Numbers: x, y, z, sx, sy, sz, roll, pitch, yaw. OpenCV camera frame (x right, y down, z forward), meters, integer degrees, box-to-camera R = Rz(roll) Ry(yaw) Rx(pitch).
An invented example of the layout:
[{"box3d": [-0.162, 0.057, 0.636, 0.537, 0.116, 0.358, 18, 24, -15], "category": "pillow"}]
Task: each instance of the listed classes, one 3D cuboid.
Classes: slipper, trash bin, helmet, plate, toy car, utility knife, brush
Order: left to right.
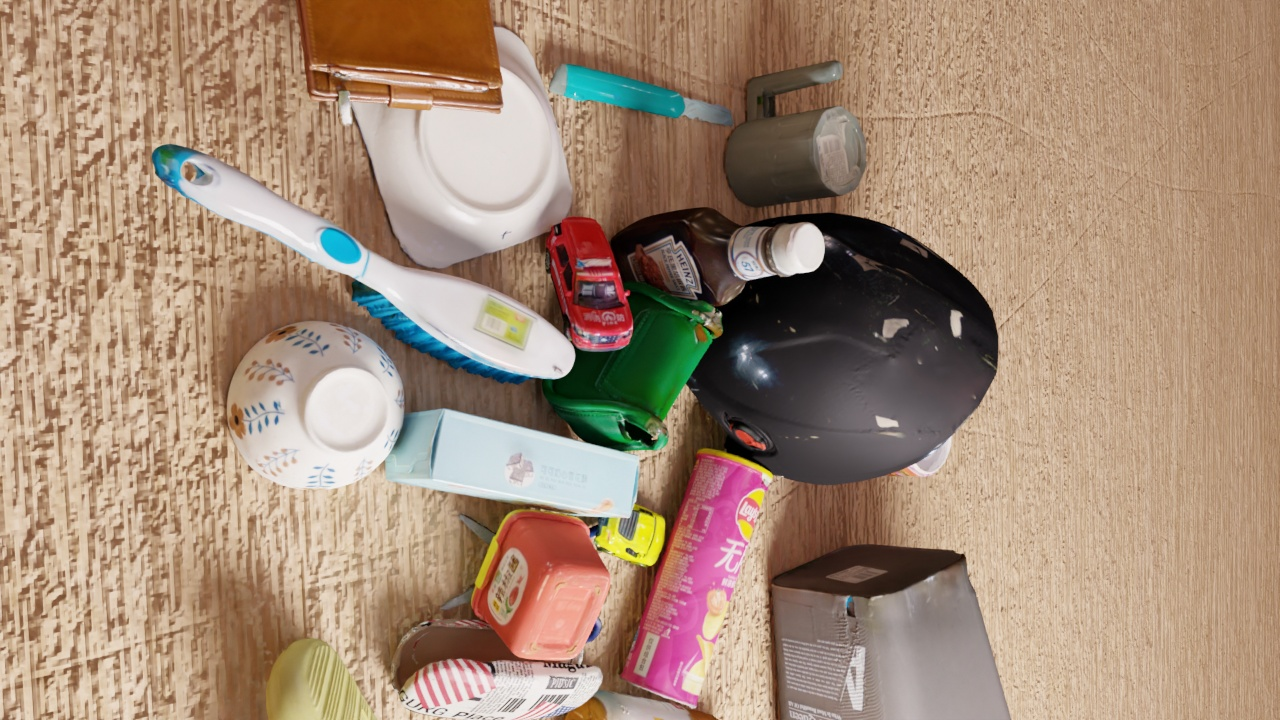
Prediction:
[{"box3d": [-0.210, 0.265, 0.593, 0.081, 0.091, 0.191, -13, 114, 1], "category": "slipper"}, {"box3d": [-0.164, -0.051, 0.593, 0.314, 0.110, 0.060, 27, 77, -37], "category": "brush"}, {"box3d": [-0.120, -0.161, 0.676, 0.163, 0.034, 0.164, -27, 108, -35], "category": "plate"}, {"box3d": [-0.040, -0.060, 0.701, 0.052, 0.045, 0.120, -5, 55, -21], "category": "toy car"}, {"box3d": [-0.003, 0.144, 0.767, 0.105, 0.032, 0.048, 40, 61, -57], "category": "toy car"}, {"box3d": [0.008, -0.224, 0.792, 0.221, 0.013, 0.029, -2, 95, -43], "category": "utility knife"}, {"box3d": [0.168, -0.016, 0.807, 0.274, 0.231, 0.233, 28, 71, -16], "category": "helmet"}, {"box3d": [0.237, 0.308, 0.892, 0.198, 0.199, 0.220, -12, 92, -39], "category": "trash bin"}]

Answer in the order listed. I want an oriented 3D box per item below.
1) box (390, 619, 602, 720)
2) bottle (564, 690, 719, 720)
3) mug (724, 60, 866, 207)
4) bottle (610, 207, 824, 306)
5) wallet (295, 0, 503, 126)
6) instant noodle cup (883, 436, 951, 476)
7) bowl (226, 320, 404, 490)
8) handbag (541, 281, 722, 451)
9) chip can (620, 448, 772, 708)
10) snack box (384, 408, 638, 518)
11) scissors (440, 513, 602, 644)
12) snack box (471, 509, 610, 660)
[{"box3d": [-0.099, 0.240, 0.674, 0.163, 0.081, 0.075, 20, 94, -40], "category": "box"}, {"box3d": [0.020, 0.328, 0.783, 0.189, 0.068, 0.068, 27, 74, -37], "category": "bottle"}, {"box3d": [0.143, -0.207, 0.846, 0.083, 0.104, 0.124, -6, 97, -40], "category": "mug"}, {"box3d": [0.057, -0.081, 0.719, 0.043, 0.195, 0.080, -36, 113, -33], "category": "bottle"}, {"box3d": [-0.159, -0.214, 0.612, 0.130, 0.035, 0.119, -4, 78, -29], "category": "wallet"}, {"box3d": [0.261, 0.074, 0.958, 0.111, 0.099, 0.111, -1, 92, -41], "category": "instant noodle cup"}, {"box3d": [-0.202, 0.031, 0.596, 0.113, 0.062, 0.113, -1, 92, -38], "category": "bowl"}, {"box3d": [-0.004, 0.004, 0.721, 0.068, 0.120, 0.131, 49, 60, -36], "category": "handbag"}, {"box3d": [0.050, 0.187, 0.802, 0.071, 0.071, 0.210, 31, 72, -36], "category": "chip can"}, {"box3d": [-0.091, 0.078, 0.672, 0.174, 0.074, 0.051, 18, 74, -36], "category": "snack box"}, {"box3d": [-0.077, 0.166, 0.735, 0.175, 0.012, 0.162, -36, 113, -31], "category": "scissors"}, {"box3d": [-0.069, 0.166, 0.670, 0.082, 0.080, 0.091, 15, 103, -35], "category": "snack box"}]
